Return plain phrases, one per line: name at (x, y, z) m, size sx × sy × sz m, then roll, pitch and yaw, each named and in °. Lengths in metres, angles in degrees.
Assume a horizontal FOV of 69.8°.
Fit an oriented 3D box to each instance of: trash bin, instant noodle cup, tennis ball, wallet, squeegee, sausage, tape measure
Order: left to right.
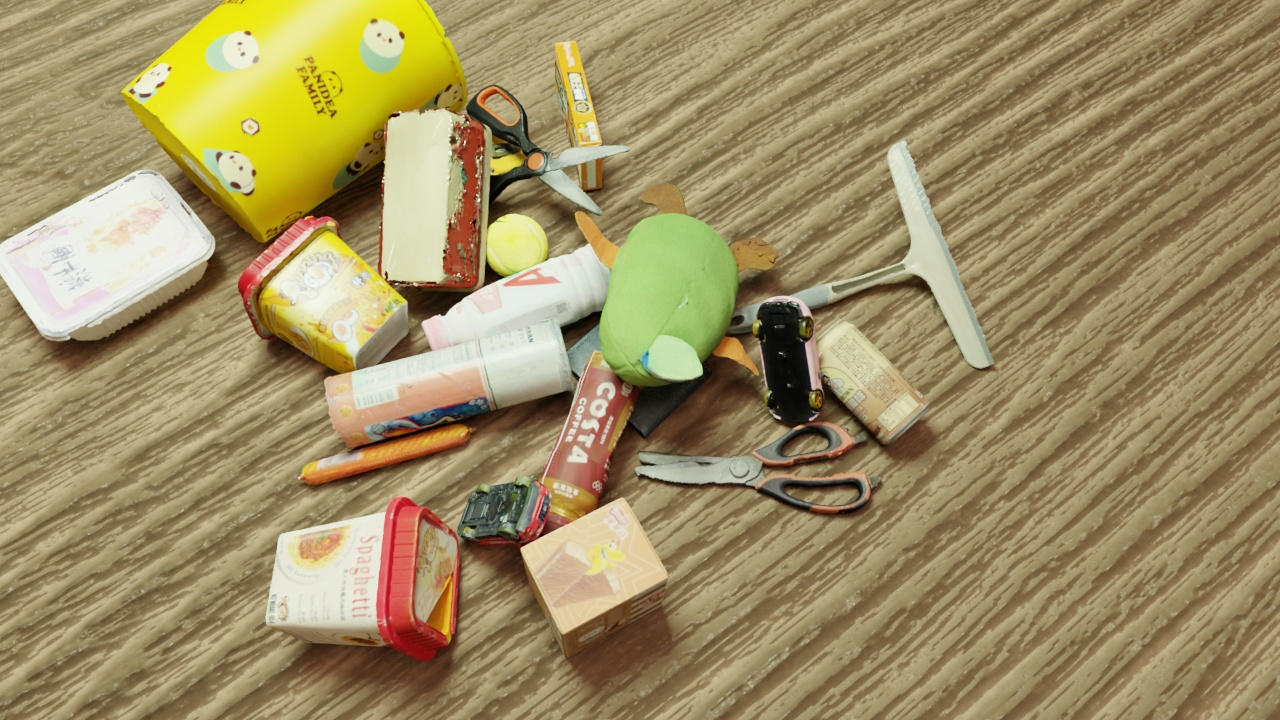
instant noodle cup at (-0.514, -0.094, 0.901) m, size 0.173 × 0.060 × 0.138 m, roll -38°, pitch 69°, yaw -19°
trash bin at (-0.344, -0.268, 0.919) m, size 0.229 × 0.230 × 0.254 m, roll 38°, pitch 72°, yaw 17°
instant noodle cup at (-0.291, -0.052, 0.865) m, size 0.123 × 0.116 × 0.116 m, roll 37°, pitch 65°, yaw 3°
instant noodle cup at (-0.223, 0.180, 0.743) m, size 0.124 × 0.117 × 0.116 m, roll -6°, pitch 61°, yaw 8°
sausage at (-0.230, 0.085, 0.837) m, size 0.165 × 0.021 × 0.021 m, roll -15°, pitch 63°, yaw -10°
tape measure at (-0.152, -0.225, 1.004) m, size 0.057 × 0.029 × 0.060 m, roll -22°, pitch 65°, yaw -14°
tennis ball at (-0.126, -0.114, 0.924) m, size 0.065 × 0.066 × 0.065 m, roll 1°, pitch 62°, yaw -2°
wallet at (-0.005, 0.005, 0.893) m, size 0.121 × 0.019 × 0.097 m, roll 41°, pitch 68°, yaw 20°
squeegee at (0.195, -0.069, 0.930) m, size 0.246 × 0.039 × 0.246 m, roll -19°, pitch 82°, yaw -5°

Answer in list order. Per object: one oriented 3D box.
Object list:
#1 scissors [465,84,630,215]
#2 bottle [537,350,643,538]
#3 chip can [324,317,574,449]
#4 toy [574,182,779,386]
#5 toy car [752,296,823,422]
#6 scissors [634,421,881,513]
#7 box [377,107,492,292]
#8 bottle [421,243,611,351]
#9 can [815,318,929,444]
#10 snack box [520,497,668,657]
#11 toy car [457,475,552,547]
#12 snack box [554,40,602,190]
scissors at (-0.124, -0.202, 0.952) m, size 0.225 × 0.021 × 0.220 m, roll -34°, pitch 65°, yaw 12°
bottle at (-0.049, 0.079, 0.821) m, size 0.057 × 0.057 × 0.174 m, roll 19°, pitch 71°, yaw 7°
chip can at (-0.173, 0.021, 0.841) m, size 0.214 × 0.071 × 0.071 m, roll -15°, pitch 63°, yaw -7°
toy at (0.031, -0.066, 0.845) m, size 0.227 × 0.090 × 0.245 m, roll 37°, pitch 46°, yaw -8°
toy car at (0.139, -0.001, 0.850) m, size 0.056 × 0.122 × 0.037 m, roll 3°, pitch 24°, yaw 35°
scissors at (0.107, 0.090, 0.853) m, size 0.206 × 0.015 × 0.194 m, roll 38°, pitch 68°, yaw 16°
box at (-0.202, -0.153, 0.884) m, size 0.091 × 0.079 × 0.168 m, roll 3°, pitch 91°, yaw 26°
bottle at (-0.112, -0.054, 0.892) m, size 0.196 × 0.068 × 0.068 m, roll -22°, pitch 65°, yaw -11°
can at (0.212, 0.020, 0.862) m, size 0.058 × 0.059 × 0.116 m, roll -37°, pitch 76°, yaw -20°
snack box at (-0.038, 0.179, 0.754) m, size 0.094 × 0.093 × 0.077 m, roll -25°, pitch 65°, yaw -15°
toy car at (-0.111, 0.130, 0.770) m, size 0.045 × 0.121 × 0.052 m, roll 28°, pitch 64°, yaw -26°
snack box at (-0.068, -0.268, 1.003) m, size 0.026 × 0.075 × 0.153 m, roll -10°, pitch 62°, yaw -8°
